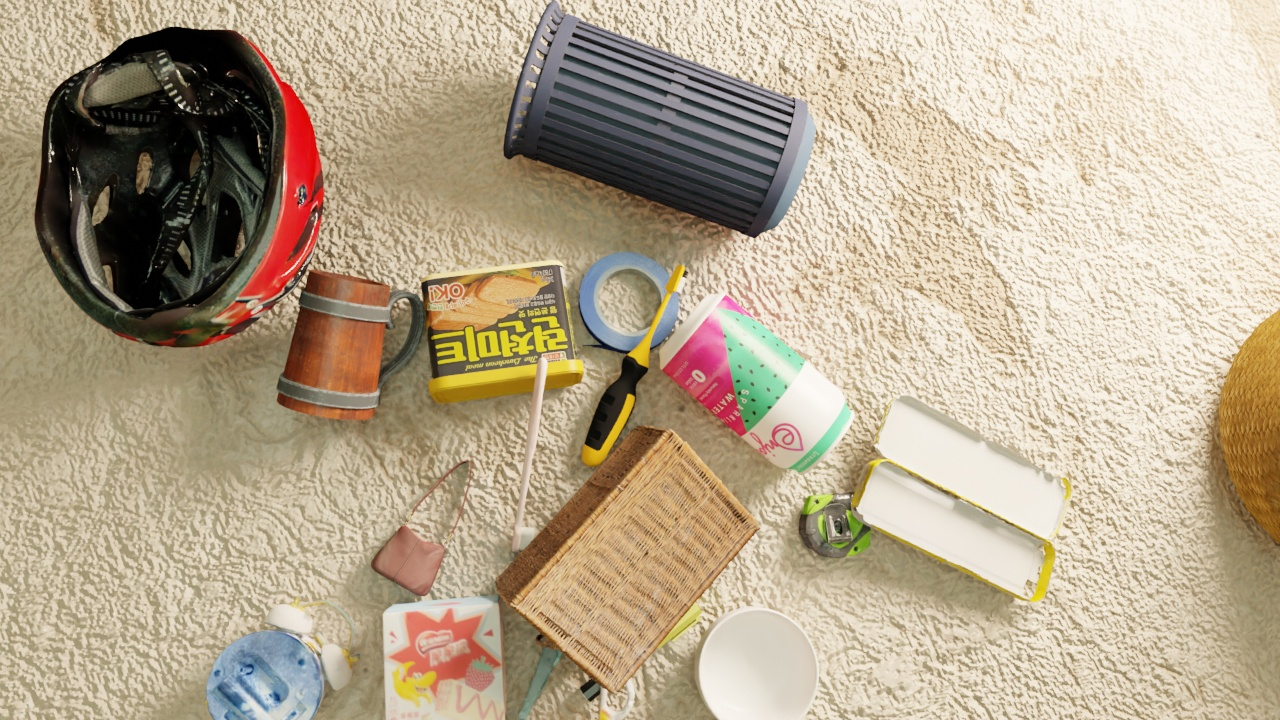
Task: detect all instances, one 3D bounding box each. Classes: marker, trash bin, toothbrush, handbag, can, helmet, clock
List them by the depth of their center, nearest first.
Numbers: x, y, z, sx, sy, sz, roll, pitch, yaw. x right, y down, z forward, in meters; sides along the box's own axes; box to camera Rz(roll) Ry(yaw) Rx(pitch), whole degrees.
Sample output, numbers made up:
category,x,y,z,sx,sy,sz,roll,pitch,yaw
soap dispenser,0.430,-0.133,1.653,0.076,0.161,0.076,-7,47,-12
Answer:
category,x,y,z,sx,sy,sz,roll,pitch,yaw
helmet,-0.359,-0.133,0.739,0.217,0.167,0.271,-12,72,7
clock,-0.289,0.252,0.747,0.089,0.052,0.125,45,79,2
toothbrush,-0.091,0.083,0.776,0.018,0.015,0.181,5,109,-12
handbag,-0.179,0.139,0.794,0.055,0.029,0.119,29,74,0
marker,0.001,0.253,0.798,0.123,0.017,0.021,-37,86,-9
can,-0.122,-0.025,0.801,0.130,0.073,0.101,-8,79,-8
can,0.101,0.020,0.810,0.166,0.088,0.088,40,79,1
trash bin,0.019,-0.205,0.814,0.249,0.139,0.139,19,79,-5
toothbrush,-0.005,0.005,0.817,0.030,0.031,0.196,25,90,-43

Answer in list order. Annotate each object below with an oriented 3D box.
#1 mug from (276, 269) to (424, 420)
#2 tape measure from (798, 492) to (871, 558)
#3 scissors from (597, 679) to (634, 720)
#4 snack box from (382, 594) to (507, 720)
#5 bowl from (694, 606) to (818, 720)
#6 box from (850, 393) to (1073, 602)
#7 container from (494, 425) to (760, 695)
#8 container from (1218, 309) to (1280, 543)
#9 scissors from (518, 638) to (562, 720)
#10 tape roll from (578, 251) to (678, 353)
category,x,y,z,sx,sy,sz,roll,pitch,yaw
mug,-0.241,-0.013,0.779,0.117,0.081,0.111,6,98,-49
tape measure,0.177,0.148,0.825,0.065,0.036,0.058,-6,82,-8
scissors,-0.040,0.317,0.775,0.125,0.011,0.128,10,94,1
snack box,-0.158,0.245,0.749,0.093,0.079,0.094,-3,81,-7
bowl,0.096,0.265,0.789,0.105,0.054,0.104,1,79,-7
box,0.296,0.125,0.835,0.209,0.023,0.127,26,72,-11
container,-0.013,0.158,0.755,0.112,0.114,0.198,46,77,-7
container,0.702,0.058,0.821,0.307,0.197,0.306,1,82,-5
scissors,-0.074,0.246,0.793,0.056,0.015,0.136,26,74,-4
tape roll,-0.011,-0.053,0.846,0.091,0.016,0.093,2,81,-6
